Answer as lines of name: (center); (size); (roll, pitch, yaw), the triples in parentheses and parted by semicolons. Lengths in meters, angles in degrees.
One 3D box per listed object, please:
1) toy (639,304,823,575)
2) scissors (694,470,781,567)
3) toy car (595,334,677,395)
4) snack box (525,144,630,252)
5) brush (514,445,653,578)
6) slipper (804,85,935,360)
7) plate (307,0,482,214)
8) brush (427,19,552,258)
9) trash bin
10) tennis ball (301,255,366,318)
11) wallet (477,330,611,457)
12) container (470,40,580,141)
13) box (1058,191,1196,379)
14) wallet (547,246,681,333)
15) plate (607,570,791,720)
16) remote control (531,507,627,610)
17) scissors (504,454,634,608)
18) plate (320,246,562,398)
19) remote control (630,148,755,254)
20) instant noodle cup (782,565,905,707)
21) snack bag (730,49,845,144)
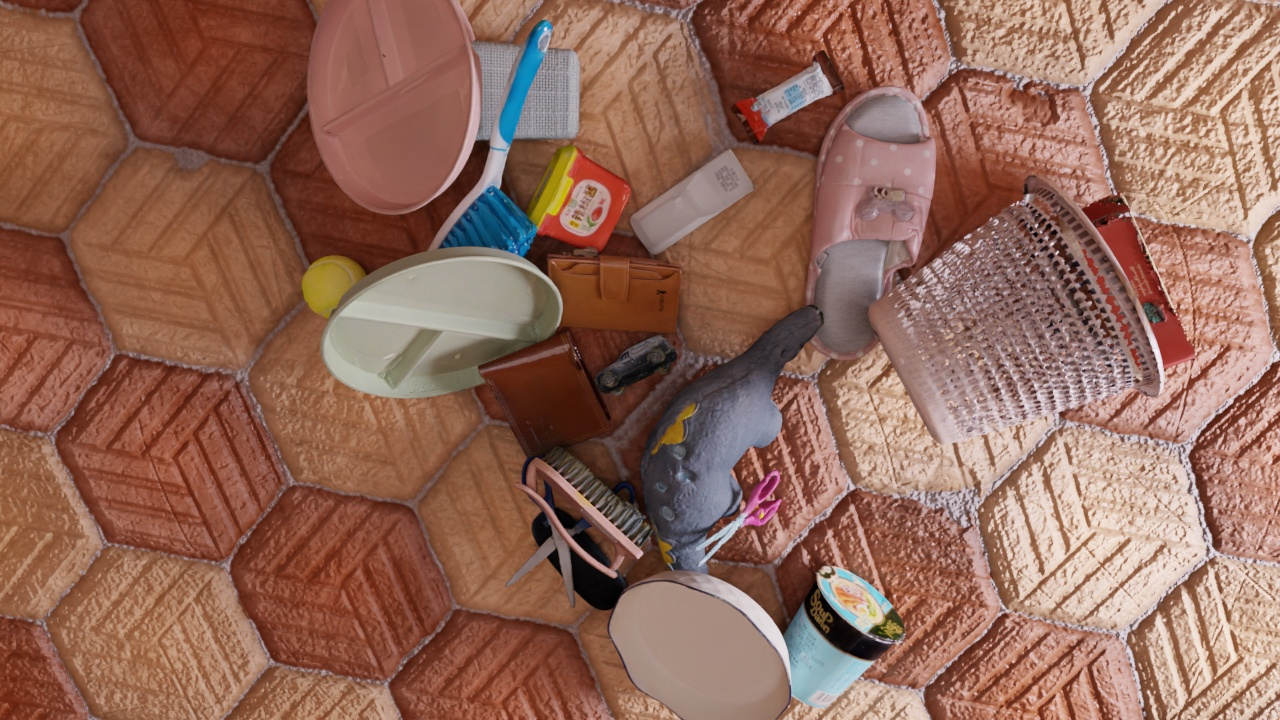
toy: (0.074, 0.093, 0.942); (0.137, 0.091, 0.357); (17, 107, -20)
scissors: (0.102, 0.160, 0.944); (0.017, 0.137, 0.094); (36, 132, 35)
toy car: (-0.006, 0.006, 0.951); (0.090, 0.043, 0.034); (-28, 72, 4)
snack box: (-0.060, -0.156, 0.904); (0.080, 0.082, 0.091); (24, 102, -17)
brush: (-0.059, 0.154, 0.947); (0.145, 0.063, 0.073); (43, 76, -3)
slipper: (0.223, -0.131, 0.909); (0.114, 0.054, 0.275); (9, 104, -1)
plate: (-0.230, -0.252, 0.857); (0.230, 0.028, 0.229); (7, 102, 34)
brush: (-0.132, -0.157, 0.849); (0.109, 0.060, 0.316); (53, 132, 8)
trash bin: (0.330, -0.027, 0.852); (0.192, 0.227, 0.227); (-28, 100, 14)
tennis ball: (-0.308, -0.074, 0.929); (0.065, 0.065, 0.065); (0, 101, 1)
wallet: (-0.098, 0.038, 0.949); (0.101, 0.032, 0.124); (-21, 119, 6)
container: (-0.114, -0.255, 0.877); (0.111, 0.090, 0.090); (1, 102, -2)
box: (0.480, -0.076, 0.890); (0.077, 0.091, 0.168); (-25, 101, 28)
wallet: (-0.026, -0.067, 0.916); (0.132, 0.031, 0.108); (4, 144, 0)
plate: (0.065, 0.304, 0.968); (0.205, 0.045, 0.205); (15, 125, 22)
remote control: (-0.067, 0.221, 1.005); (0.053, 0.024, 0.136); (-38, 98, 6)
scissors: (-0.083, 0.175, 0.984); (0.175, 0.012, 0.162); (-32, 88, -6)
plate: (-0.188, -0.033, 0.877); (0.230, 0.230, 0.027); (-25, 63, 6)
remote control: (0.051, -0.158, 0.924); (0.125, 0.024, 0.049); (-34, 99, 7)
instant noodle cup: (0.202, 0.300, 0.981); (0.111, 0.111, 0.121); (30, 109, -5)
snack bag: (0.145, -0.257, 0.900); (0.104, 0.026, 0.048); (-32, 105, 7)
